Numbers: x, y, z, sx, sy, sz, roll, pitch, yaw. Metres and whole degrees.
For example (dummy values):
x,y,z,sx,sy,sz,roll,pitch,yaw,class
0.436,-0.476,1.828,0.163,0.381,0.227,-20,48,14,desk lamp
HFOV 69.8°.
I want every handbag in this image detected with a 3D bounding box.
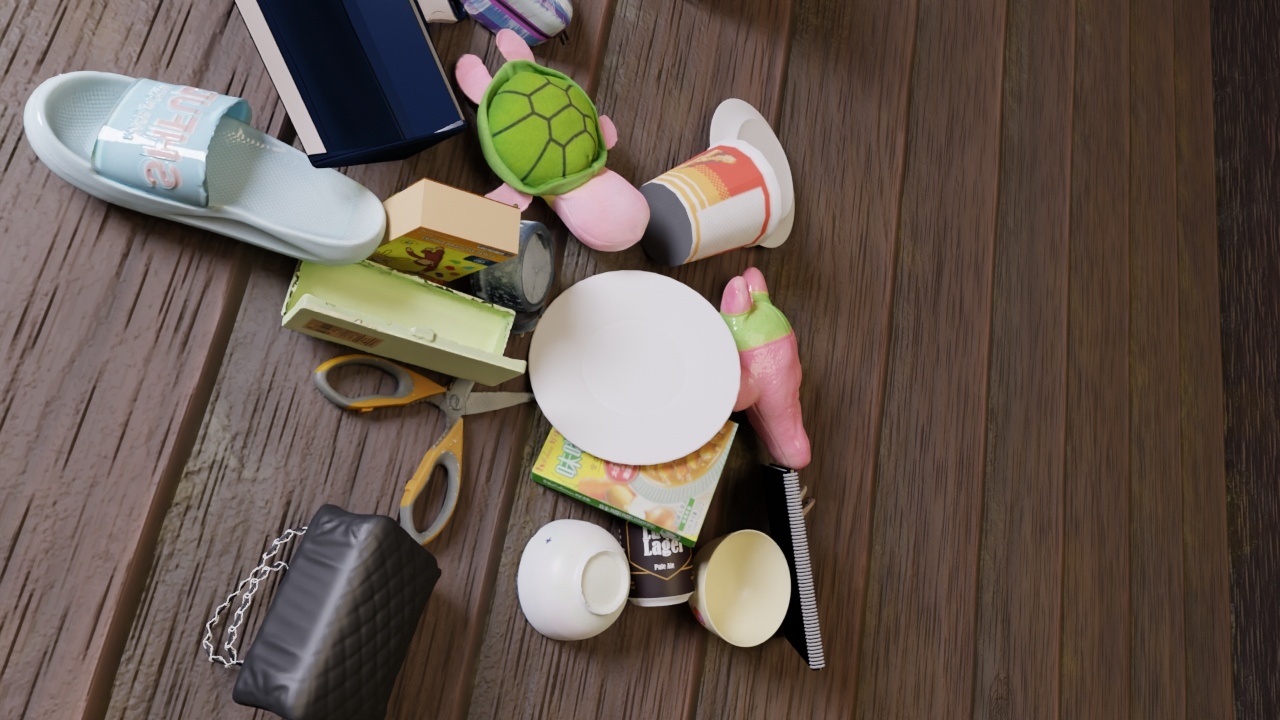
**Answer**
x,y,z,sx,sy,sz,roll,pitch,yaw,class
-0.235,0.199,0.702,0.125,0.115,0.153,54,45,-52,handbag
-0.117,-0.409,0.917,0.144,0.068,0.169,26,58,-44,handbag

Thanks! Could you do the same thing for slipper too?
x,y,z,sx,sy,sz,roll,pitch,yaw,class
-0.300,-0.146,0.665,0.245,0.074,0.103,21,48,-24,slipper

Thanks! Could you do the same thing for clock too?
x,y,z,sx,sy,sz,roll,pitch,yaw,class
-0.114,-0.079,0.851,0.129,0.052,0.090,76,27,-53,clock

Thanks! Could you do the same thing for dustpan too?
x,y,z,sx,sy,sz,roll,pitch,yaw,class
-0.226,-0.292,0.764,0.272,0.080,0.236,-60,129,-73,dustpan

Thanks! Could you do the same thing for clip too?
x,y,z,sx,sy,sz,roll,pitch,yaw,class
0.186,0.174,1.112,0.062,0.024,0.045,-29,102,-38,clip

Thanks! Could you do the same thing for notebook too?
x,y,z,sx,sy,sz,roll,pitch,yaw,class
0.166,0.221,1.019,0.016,0.149,0.206,-7,87,-3,notebook

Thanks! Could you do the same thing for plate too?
x,y,z,sx,sy,sz,roll,pitch,yaw,class
0.147,-0.233,1.130,0.188,0.016,0.188,19,65,-47,plate
-0.005,0.005,0.904,0.208,0.015,0.208,3,65,-7,plate

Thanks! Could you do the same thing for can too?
x,y,z,sx,sy,sz,roll,pitch,yaw,class
0.015,0.177,0.923,0.071,0.072,0.128,1,82,-42,can

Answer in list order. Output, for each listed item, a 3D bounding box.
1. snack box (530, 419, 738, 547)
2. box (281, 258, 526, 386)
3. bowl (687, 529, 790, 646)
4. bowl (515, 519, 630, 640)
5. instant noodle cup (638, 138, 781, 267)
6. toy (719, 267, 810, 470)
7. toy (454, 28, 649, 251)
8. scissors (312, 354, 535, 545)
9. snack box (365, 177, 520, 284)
x,y,z,sx,sy,sz,roll,pitch,yaw,class
-0.003,0.088,0.890,0.168,0.027,0.131,22,62,3,snack box
-0.189,-0.040,0.756,0.187,0.092,0.083,19,64,-31,box
0.091,0.239,0.977,0.117,0.074,0.118,6,80,-34,bowl
-0.054,0.206,0.863,0.113,0.063,0.113,10,76,-42,bowl
0.067,-0.166,1.005,0.120,0.124,0.123,-27,101,-34,instant noodle cup
0.139,0.016,1.044,0.191,0.097,0.237,-31,103,-60,toy
-0.084,-0.205,0.890,0.189,0.088,0.238,-41,103,-33,toy
-0.185,0.041,0.804,0.225,0.016,0.224,37,58,-32,scissors
-0.173,-0.104,0.764,0.088,0.126,0.040,12,74,-40,snack box
